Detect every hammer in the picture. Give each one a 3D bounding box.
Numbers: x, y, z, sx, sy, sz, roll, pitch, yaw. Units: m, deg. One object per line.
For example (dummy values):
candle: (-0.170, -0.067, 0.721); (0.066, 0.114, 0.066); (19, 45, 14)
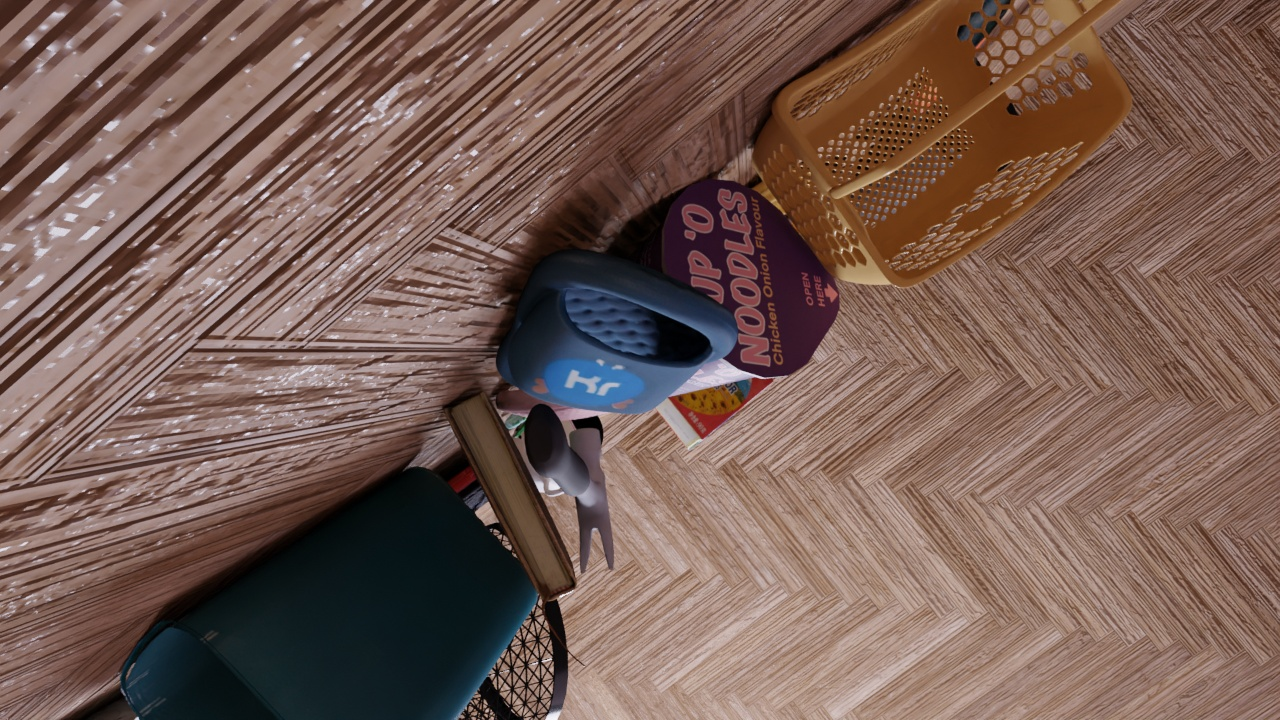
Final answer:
hammer: (0.239, -0.234, 0.682); (0.133, 0.033, 0.333); (-37, 175, 2)
hammer: (-0.049, 0.088, 0.674); (0.029, 0.125, 0.311); (-8, 165, 1)

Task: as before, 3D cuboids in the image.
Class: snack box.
snack box: (0.068, 0.012, 1.116); (0.144, 0.142, 0.040); (-36, 174, -34)

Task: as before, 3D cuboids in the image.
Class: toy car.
toy car: (-0.178, 0.134, 0.941); (0.081, 0.056, 0.189); (-38, 176, -9)

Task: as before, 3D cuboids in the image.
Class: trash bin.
trash bin: (-0.213, 0.213, 0.679); (0.197, 0.199, 0.217); (-41, -178, 41)
trash bin: (-0.231, 0.290, 0.895); (0.242, 0.216, 0.218); (-7, 157, -36)

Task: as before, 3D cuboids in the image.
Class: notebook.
notebook: (-0.085, 0.121, 0.693); (0.034, 0.190, 0.216); (-26, 174, -9)

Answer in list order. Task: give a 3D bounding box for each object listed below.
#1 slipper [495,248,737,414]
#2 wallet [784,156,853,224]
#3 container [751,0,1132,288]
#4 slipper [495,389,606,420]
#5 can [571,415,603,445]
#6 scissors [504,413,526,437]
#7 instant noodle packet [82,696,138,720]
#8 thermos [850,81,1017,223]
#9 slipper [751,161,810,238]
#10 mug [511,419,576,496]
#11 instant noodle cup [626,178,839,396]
slipper: (-0.021, -0.001, 0.476); (0.214, 0.103, 0.059); (146, -42, -66)
wallet: (0.159, -0.131, 0.882); (0.098, 0.027, 0.121); (-32, 150, -37)
container: (0.170, -0.133, 0.496); (0.183, 0.129, 0.167); (-37, -175, -11)
slipper: (-0.004, 0.004, 0.713); (0.222, 0.055, 0.107); (-17, 171, 7)
can: (-0.092, 0.098, 1.133); (0.080, 0.080, 0.146); (-37, 176, -14)
scissors: (-0.097, 0.044, 0.828); (0.117, 0.012, 0.129); (-35, -171, 28)
instant noodle packet: (-0.440, 0.305, 0.707); (0.147, 0.057, 0.268); (-37, -178, 15)
thermos: (0.301, -0.215, 0.988); (0.105, 0.106, 0.219); (-37, -179, -17)
slipper: (0.076, -0.069, 0.757); (0.099, 0.078, 0.264); (-38, 177, -41)
mug: (-0.096, 0.108, 0.991); (0.076, 0.090, 0.124); (-28, -149, -3)
instant noodle cup: (0.032, -0.029, 0.574); (0.136, 0.121, 0.122); (6, 158, -36)
